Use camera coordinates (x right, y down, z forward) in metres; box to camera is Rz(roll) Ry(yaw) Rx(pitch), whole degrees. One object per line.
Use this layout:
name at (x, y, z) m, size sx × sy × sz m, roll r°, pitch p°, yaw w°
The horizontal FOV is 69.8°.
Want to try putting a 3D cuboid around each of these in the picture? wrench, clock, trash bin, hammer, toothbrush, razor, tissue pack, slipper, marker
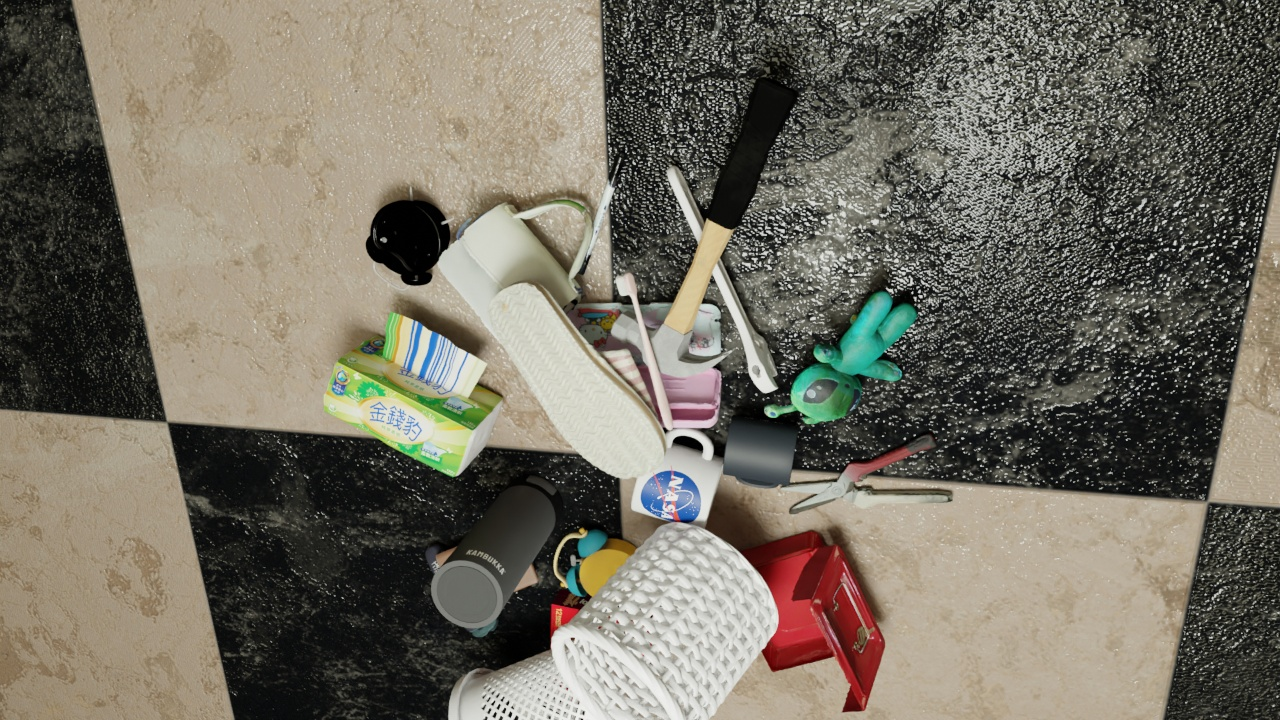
wrench at (0.092, -0.089, 1.019) m, size 0.018 × 0.066 × 0.273 m, roll -23°, pitch 99°, yaw 21°
clock at (-0.279, -0.140, 1.100) m, size 0.091 × 0.042 × 0.121 m, roll 35°, pitch 114°, yaw -1°
trash bin at (-0.103, 0.447, 1.168) m, size 0.200 × 0.195 × 0.195 m, roll -31°, pitch 100°, yaw 12°
hammer at (0.079, -0.130, 0.961) m, size 0.131 × 0.039 × 0.329 m, roll 30°, pitch 117°, yaw 16°
toothbrush at (0.007, -0.008, 1.004) m, size 0.018 × 0.015 × 0.181 m, roll -9°, pitch 103°, yaw 35°
razor at (-0.248, 0.314, 1.261) m, size 0.047 × 0.052 × 0.143 m, roll -34°, pitch 93°, yaw 26°
tissue pack at (-0.268, 0.027, 1.126) m, size 0.197 × 0.120 × 0.142 m, roll 24°, pitch 115°, yaw -2°
slipper at (-0.063, 0.018, 1.022) m, size 0.115 × 0.052 × 0.263 m, roll -31°, pitch 104°, yaw 28°
marker at (-0.045, -0.166, 1.048) m, size 0.011 × 0.011 × 0.152 m, roll 23°, pitch 114°, yaw 5°
clock at (-0.049, 0.271, 1.197) m, size 0.129 × 0.043 × 0.099 m, roll 18°, pitch 114°, yaw -1°

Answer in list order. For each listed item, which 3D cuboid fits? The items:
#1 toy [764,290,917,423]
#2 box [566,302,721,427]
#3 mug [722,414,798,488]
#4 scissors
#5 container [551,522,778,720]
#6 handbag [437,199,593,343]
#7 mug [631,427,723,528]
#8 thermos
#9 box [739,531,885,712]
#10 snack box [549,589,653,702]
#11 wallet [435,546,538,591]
toy at (0.224, 0.004, 1.014) m, size 0.130 × 0.072 × 0.194 m, roll 19°, pitch 119°, yaw -32°
box at (-0.003, 0.007, 1.087) m, size 0.202 × 0.066 × 0.153 m, roll 1°, pitch 83°, yaw 14°
mug at (0.141, 0.116, 1.081) m, size 0.077 × 0.071 × 0.105 m, roll 9°, pitch 138°, yaw 11°
scissors at (0.273, 0.143, 1.081) m, size 0.179 × 0.015 × 0.185 m, roll 26°, pitch 115°, yaw 4°
container at (0.029, 0.313, 1.039) m, size 0.189 × 0.186 × 0.190 m, roll 28°, pitch 139°, yaw 27°
handbag at (-0.127, -0.115, 1.047) m, size 0.176 × 0.074 × 0.151 m, roll -40°, pitch 88°, yaw 18°
mug at (0.048, 0.134, 1.093) m, size 0.090 × 0.090 × 0.121 m, roll 16°, pitch 112°, yaw 8°
thermos at (-0.164, 0.220, 1.100) m, size 0.082 × 0.240 × 0.082 m, roll 3°, pitch 107°, yaw 11°
box at (0.188, 0.312, 1.104) m, size 0.171 × 0.156 × 0.157 m, roll -17°, pitch 104°, yaw 38°
snack box at (-0.054, 0.397, 1.247) m, size 0.133 × 0.035 × 0.152 m, roll 8°, pitch 112°, yaw 11°
wallet at (-0.206, 0.279, 1.228) m, size 0.121 × 0.013 × 0.087 m, roll -24°, pitch 85°, yaw 7°
